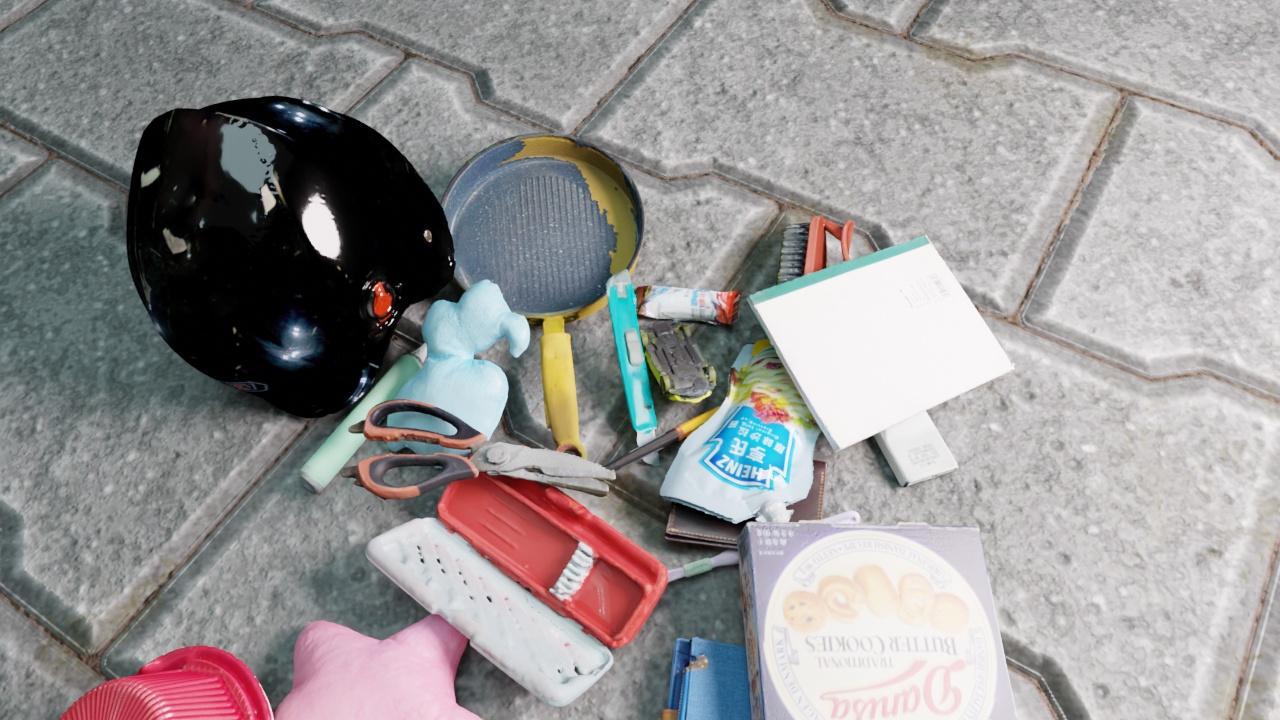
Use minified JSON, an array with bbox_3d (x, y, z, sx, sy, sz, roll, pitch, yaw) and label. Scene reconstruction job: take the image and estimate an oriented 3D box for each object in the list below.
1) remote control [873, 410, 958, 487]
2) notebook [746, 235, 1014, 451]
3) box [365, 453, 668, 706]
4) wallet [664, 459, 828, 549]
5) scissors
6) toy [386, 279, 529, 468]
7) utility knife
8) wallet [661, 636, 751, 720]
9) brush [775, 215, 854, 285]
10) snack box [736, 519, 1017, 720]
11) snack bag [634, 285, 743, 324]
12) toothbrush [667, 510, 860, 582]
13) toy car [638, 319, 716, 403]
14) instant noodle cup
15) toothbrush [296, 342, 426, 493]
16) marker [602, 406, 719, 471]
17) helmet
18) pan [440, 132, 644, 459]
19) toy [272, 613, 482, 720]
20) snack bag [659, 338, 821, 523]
[{"bbox_3d":[0.221,0.048,0.789,0.049,0.024,0.124,-18,58,-7],"label":"remote control"},{"bbox_3d":[0.211,-0.023,0.793,0.208,0.012,0.150,-20,71,-25],"label":"notebook"},{"bbox_3d":[-0.093,0.162,0.705,0.201,0.074,0.154,30,54,23],"label":"box"},{"bbox_3d":[0.087,0.113,0.747,0.122,0.020,0.096,6,49,11],"label":"wallet"},{"bbox_3d":[-0.131,0.086,0.721,0.191,0.015,0.207,-34,58,-19],"label":"scissors"},{"bbox_3d":[-0.159,0.021,0.790,0.162,0.049,0.156,-20,75,19],"label":"toy"},{"bbox_3d":[-0.005,0.005,0.802,0.029,0.013,0.179,-6,78,-26],"label":"utility knife"},{"bbox_3d":[0.066,0.269,0.646,0.106,0.040,0.132,9,58,-1],"label":"wallet"},{"bbox_3d":[0.165,-0.075,0.849,0.069,0.063,0.145,-1,54,20],"label":"brush"},{"bbox_3d":[0.166,0.207,0.650,0.178,0.046,0.182,2,61,-8],"label":"snack box"},{"bbox_3d":[0.043,-0.054,0.865,0.104,0.026,0.048,7,43,7],"label":"snack bag"},{"bbox_3d":[0.088,0.151,0.733,0.189,0.021,0.029,-15,95,-8],"label":"toothbrush"},{"bbox_3d":[0.031,0.003,0.818,0.048,0.032,0.105,-11,42,-16],"label":"toy car"},{"bbox_3d":[-0.336,0.284,0.605,0.194,0.066,0.193,-11,62,20],"label":"instant noodle cup"},{"bbox_3d":[-0.226,0.026,0.829,0.026,0.027,0.224,32,64,7],"label":"toothbrush"},{"bbox_3d":[0.020,0.070,0.781,0.123,0.018,0.015,-24,78,-23],"label":"marker"},{"bbox_3d":[-0.312,-0.090,0.782,0.234,0.230,0.274,2,85,25],"label":"helmet"},{"bbox_3d":[-0.083,-0.059,0.843,0.197,0.078,0.357,-8,70,-3],"label":"pan"},{"bbox_3d":[-0.199,0.243,0.660,0.194,0.075,0.178,-30,49,-21],"label":"toy"},{"bbox_3d":[0.103,0.058,0.762,0.110,0.039,0.190,22,51,16],"label":"snack bag"}]
